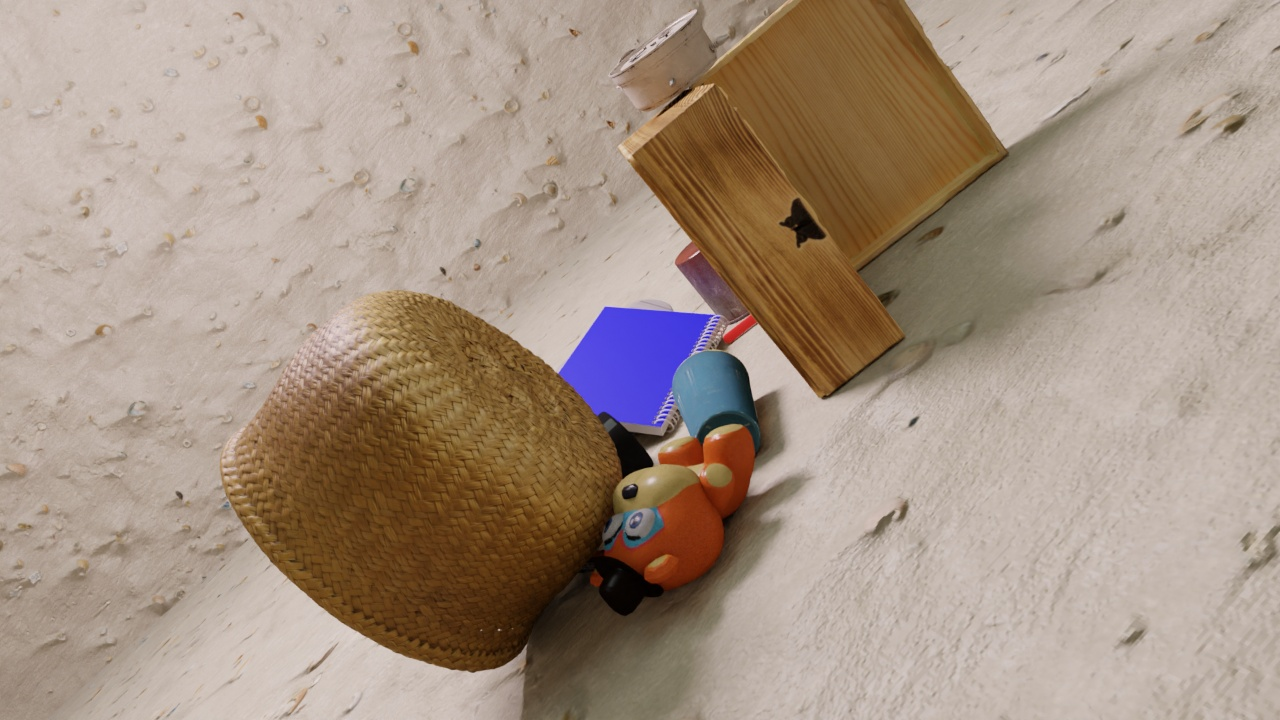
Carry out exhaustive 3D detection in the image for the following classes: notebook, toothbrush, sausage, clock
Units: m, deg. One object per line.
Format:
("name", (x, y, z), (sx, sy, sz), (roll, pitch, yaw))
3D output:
("notebook", (-0.007, 0.006, 1.096), (0.172, 0.022, 0.208), (6, 40, 24))
("toothbrush", (0.184, -0.089, 1.093), (0.213, 0.012, 0.018), (-38, 3, 12))
("sausage", (-0.028, 0.178, 0.823), (0.156, 0.020, 0.020), (-23, 23, 51))
("clock", (0.018, -0.288, 0.914), (0.103, 0.061, 0.157), (-45, 21, -17))

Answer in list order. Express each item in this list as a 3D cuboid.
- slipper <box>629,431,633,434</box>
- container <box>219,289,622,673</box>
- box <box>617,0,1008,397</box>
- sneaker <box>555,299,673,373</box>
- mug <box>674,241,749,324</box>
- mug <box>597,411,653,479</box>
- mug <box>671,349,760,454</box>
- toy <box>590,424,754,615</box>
("slipper", (-0.112, 0.121, 1.125), (0.295, 0.060, 0.118), (-36, 7, 14))
("container", (-0.163, 0.089, 0.790), (0.197, 0.307, 0.306), (-49, 12, 12))
("box", (0.189, -0.201, 0.888), (0.336, 0.279, 0.286), (-41, 14, 6))
("sneaker", (-0.030, 0.019, 1.179), (0.099, 0.090, 0.235), (18, 46, 33))
("mug", (0.111, -0.120, 1.191), (0.096, 0.110, 0.122), (-30, 17, 20))
("mug", (-0.043, 0.114, 0.966), (0.088, 0.078, 0.114), (-43, -12, -11))
("mug", (0.074, 0.048, 0.855), (0.078, 0.078, 0.121), (-38, 19, 11))
("toy", (0.025, 0.125, 0.723), (0.112, 0.096, 0.175), (-22, 34, 48))
